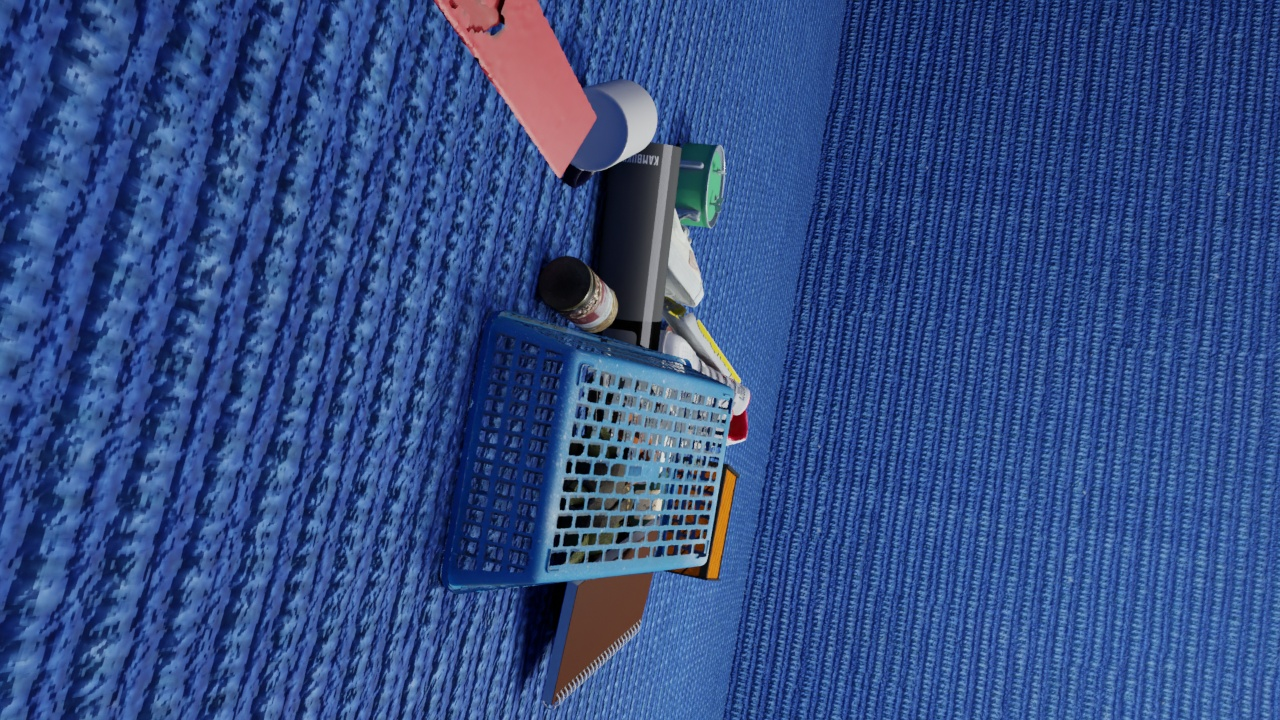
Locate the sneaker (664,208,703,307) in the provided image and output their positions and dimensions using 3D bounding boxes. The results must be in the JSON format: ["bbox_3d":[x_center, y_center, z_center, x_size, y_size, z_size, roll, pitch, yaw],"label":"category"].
[{"bbox_3d":[0.047,-0.149,1.234,0.090,0.089,0.242,-62,157,-10],"label":"sneaker"}]

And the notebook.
[{"bbox_3d":[-0.040,0.298,1.103,0.208,0.022,0.172,-22,129,-59],"label":"notebook"}]

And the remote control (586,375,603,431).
[{"bbox_3d":[-0.056,0.085,1.143,0.032,0.015,0.136,-44,140,-66],"label":"remote control"}]

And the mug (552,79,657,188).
[{"bbox_3d":[-0.042,-0.225,0.926,0.112,0.078,0.096,-57,177,28],"label":"mug"}]

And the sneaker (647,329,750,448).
[{"bbox_3d":[0.091,0.038,1.238,0.237,0.104,0.090,61,33,-45],"label":"sneaker"}]

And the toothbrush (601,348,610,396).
[{"bbox_3d":[-0.033,-0.042,1.151,0.016,0.017,0.189,3,95,-82],"label":"toothbrush"}]

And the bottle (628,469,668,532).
[{"bbox_3d":[0.000,0.221,1.339,0.061,0.061,0.131,49,52,-73],"label":"bottle"}]

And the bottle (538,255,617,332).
[{"bbox_3d":[-0.063,-0.067,0.954,0.105,0.056,0.056,39,61,-72],"label":"bottle"}]

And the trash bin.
[{"bbox_3d":[0.063,0.242,1.429,0.139,0.140,0.171,45,55,-71],"label":"trash bin"}]

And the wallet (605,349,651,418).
[{"bbox_3d":[-0.007,0.007,1.214,0.100,0.054,0.131,76,24,-72],"label":"wallet"}]

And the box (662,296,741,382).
[{"bbox_3d":[0.065,-0.038,1.272,0.036,0.129,0.209,-44,142,-2],"label":"box"}]

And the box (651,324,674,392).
[{"bbox_3d":[0.049,-0.001,1.380,0.186,0.083,0.042,-62,168,-55],"label":"box"}]

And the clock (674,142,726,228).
[{"bbox_3d":[0.095,-0.266,1.381,0.161,0.075,0.122,-46,142,-66],"label":"clock"}]

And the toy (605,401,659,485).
[{"bbox_3d":[-0.019,0.100,1.170,0.065,0.095,0.128,-41,150,-16],"label":"toy"}]

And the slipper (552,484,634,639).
[{"bbox_3d":[-0.044,0.257,1.170,0.267,0.076,0.113,-62,155,-50],"label":"slipper"}]

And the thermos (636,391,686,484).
[{"bbox_3d":[0.036,0.099,1.343,0.219,0.099,0.099,-44,141,-60],"label":"thermos"}]

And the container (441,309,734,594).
[{"bbox_3d":[-0.025,0.106,0.926,0.361,0.089,0.257,13,86,-56],"label":"container"}]

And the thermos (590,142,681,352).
[{"bbox_3d":[-0.007,-0.130,1.074,0.082,0.082,0.240,-23,120,-72],"label":"thermos"}]

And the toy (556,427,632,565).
[{"bbox_3d":[-0.055,0.153,1.067,0.179,0.078,0.153,-29,131,-68],"label":"toy"}]
